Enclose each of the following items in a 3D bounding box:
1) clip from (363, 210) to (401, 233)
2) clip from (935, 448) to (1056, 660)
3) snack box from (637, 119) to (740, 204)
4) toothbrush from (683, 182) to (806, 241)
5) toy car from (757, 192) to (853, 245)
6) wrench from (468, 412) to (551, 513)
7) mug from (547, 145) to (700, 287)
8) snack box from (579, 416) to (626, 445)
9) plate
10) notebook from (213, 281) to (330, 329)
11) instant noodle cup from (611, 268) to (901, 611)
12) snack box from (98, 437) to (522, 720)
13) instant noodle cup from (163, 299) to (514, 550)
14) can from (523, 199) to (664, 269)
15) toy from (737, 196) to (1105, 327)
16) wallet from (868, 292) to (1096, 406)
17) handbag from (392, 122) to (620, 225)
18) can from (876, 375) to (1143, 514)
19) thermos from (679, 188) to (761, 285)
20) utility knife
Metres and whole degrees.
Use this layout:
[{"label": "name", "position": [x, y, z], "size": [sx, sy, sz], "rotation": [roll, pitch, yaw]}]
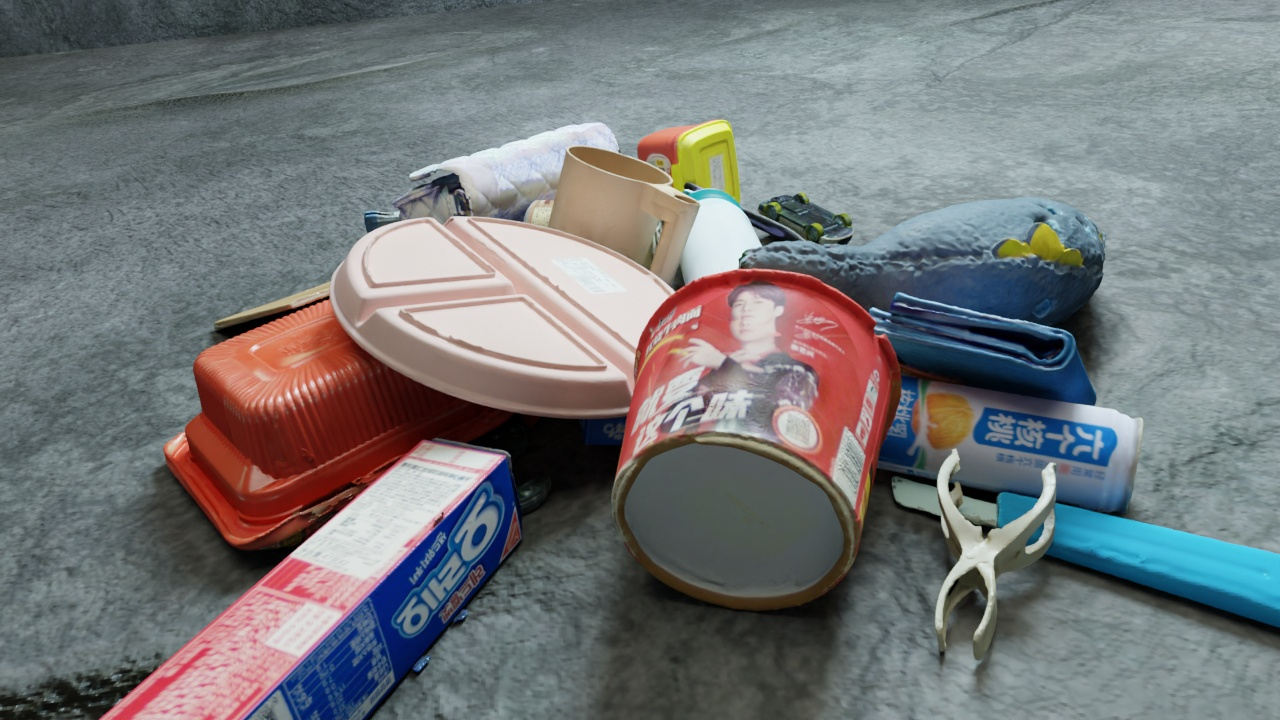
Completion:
[{"label": "clip", "position": [-0.246, -0.138, 0.915], "size": [0.057, 0.025, 0.031], "rotation": [-8, 34, -19]}, {"label": "clip", "position": [0.148, 0.082, 0.425], "size": [0.103, 0.035, 0.092], "rotation": [-39, 43, -20]}, {"label": "snack box", "position": [0.046, -0.179, 0.875], "size": [0.081, 0.091, 0.080], "rotation": [-28, 29, -34]}, {"label": "toothbrush", "position": [0.111, -0.115, 0.783], "size": [0.189, 0.014, 0.016], "rotation": [32, 34, 29]}, {"label": "toy car", "position": [0.144, -0.118, 0.799], "size": [0.042, 0.035, 0.090], "rotation": [-25, 40, -29]}, {"label": "wrench", "position": [-0.068, 0.014, 0.615], "size": [0.056, 0.016, 0.272], "rotation": [2, 30, 5]}, {"label": "mug", "position": [-0.016, -0.093, 0.696], "size": [0.084, 0.104, 0.125], "rotation": [-8, 34, -47]}, {"label": "snack box", "position": [-0.004, 0.003, 0.596], "size": [0.084, 0.026, 0.157], "rotation": [1, 28, -12]}, {"label": "plate", "position": [-0.071, -0.038, 0.565], "size": [0.229, 0.028, 0.229], "rotation": [13, 26, -7]}, {"label": "notebook", "position": [-0.231, -0.059, 0.705], "size": [0.147, 0.008, 0.208], "rotation": [-27, 14, -35]}, {"label": "instant noodle cup", "position": [0.051, 0.040, 0.434], "size": [0.138, 0.138, 0.108], "rotation": [3, 37, 15]}, {"label": "snack box", "position": [-0.129, 0.113, 0.404], "size": [0.058, 0.057, 0.206], "rotation": [7, 31, 26]}, {"label": "instant noodle cup", "position": [-0.186, 0.021, 0.556], "size": [0.188, 0.079, 0.165], "rotation": [-28, 33, -33]}, {"label": "can", "position": [-0.038, -0.108, 0.787], "size": [0.116, 0.059, 0.058], "rotation": [4, 30, 15]}, {"label": "toy", "position": [0.227, -0.066, 0.620], "size": [0.355, 0.091, 0.138], "rotation": [-10, 22, -32]}, {"label": "wallet", "position": [0.192, 0.000, 0.511], "size": [0.106, 0.040, 0.133], "rotation": [16, -5, 32]}, {"label": "handbag", "position": [-0.126, -0.162, 0.850], "size": [0.134, 0.075, 0.193], "rotation": [-7, 18, 46]}, {"label": "can", "position": [0.185, 0.042, 0.482], "size": [0.135, 0.053, 0.053], "rotation": [10, 32, 26]}, {"label": "thermos", "position": [0.065, -0.072, 0.699], "size": [0.073, 0.073, 0.224], "rotation": [-6, 28, -1]}, {"label": "utility knife", "position": [0.214, 0.085, 0.436], "size": [0.199, 0.018, 0.034], "rotation": [13, 50, 33]}]
